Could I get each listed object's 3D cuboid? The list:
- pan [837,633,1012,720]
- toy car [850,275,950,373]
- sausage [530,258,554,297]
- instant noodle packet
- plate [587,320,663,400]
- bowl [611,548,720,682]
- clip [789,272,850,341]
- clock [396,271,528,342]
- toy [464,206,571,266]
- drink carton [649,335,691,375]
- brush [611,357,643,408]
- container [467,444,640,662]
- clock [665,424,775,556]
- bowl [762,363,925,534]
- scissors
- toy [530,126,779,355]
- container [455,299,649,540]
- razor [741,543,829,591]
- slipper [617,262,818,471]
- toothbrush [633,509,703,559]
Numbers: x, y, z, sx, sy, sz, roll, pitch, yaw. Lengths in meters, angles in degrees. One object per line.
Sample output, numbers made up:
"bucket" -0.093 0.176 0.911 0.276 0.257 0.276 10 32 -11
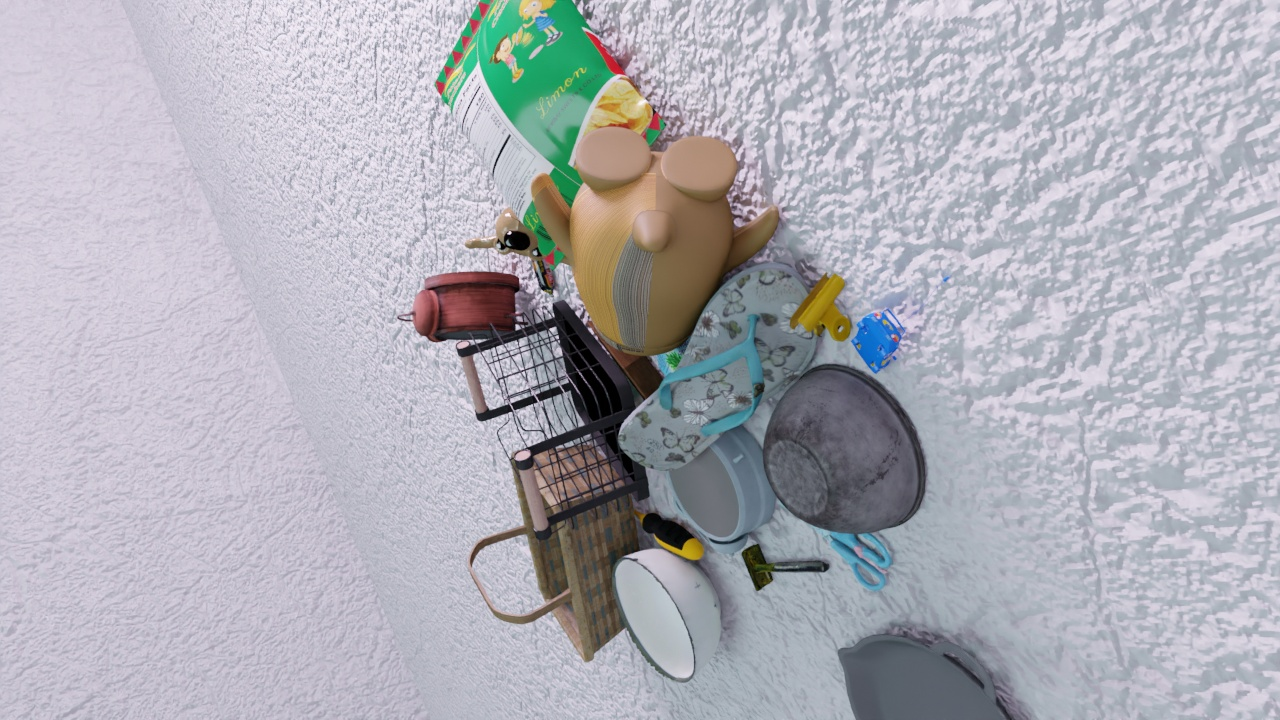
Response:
"pan" 0.252 0.366 0.811 0.216 0.024 0.355 39 139 39
"toy car" 0.189 -0.027 0.662 0.033 0.062 0.092 57 178 16
"sausage" -0.129 -0.147 1.076 0.020 0.020 0.155 1 110 58
"instant noodle packet" -0.097 -0.245 0.871 0.196 0.090 0.252 -46 69 38
"plate" -0.006 0.005 0.931 0.131 0.025 0.131 53 178 2
"bowl" 0.038 0.280 1.045 0.153 0.072 0.154 38 140 41
"clip" 0.146 -0.034 0.702 0.039 0.053 0.047 18 154 51
"clock" -0.223 -0.064 1.144 0.120 0.157 0.072 109 157 -85
"toy" -0.121 -0.157 0.983 0.105 0.134 0.108 -77 -2 -70
"drink carton" 0.046 0.005 0.878 0.129 0.044 0.039 50 146 24
"brush" 0.020 0.090 1.009 0.217 0.012 0.033 61 150 8
"container" -0.109 0.240 1.115 0.157 0.186 0.250 40 144 52
"clock" 0.075 0.126 0.913 0.122 0.045 0.160 42 140 37
"bowl" 0.149 0.082 0.741 0.145 0.067 0.145 37 138 41
"scissors" 0.170 0.157 0.820 0.139 0.015 0.063 34 140 52
"toy" 0.008 -0.090 0.792 0.204 0.198 0.162 95 -177 -54
"container" -0.099 0.060 0.999 0.241 0.130 0.163 -130 25 -51
"razor" 0.141 0.198 0.880 0.106 0.026 0.042 -20 90 56
"slipper" 0.065 0.029 0.786 0.098 0.054 0.270 26 133 -10
"toothbrush" 0.014 0.190 1.072 0.197 0.031 0.031 20 141 57
